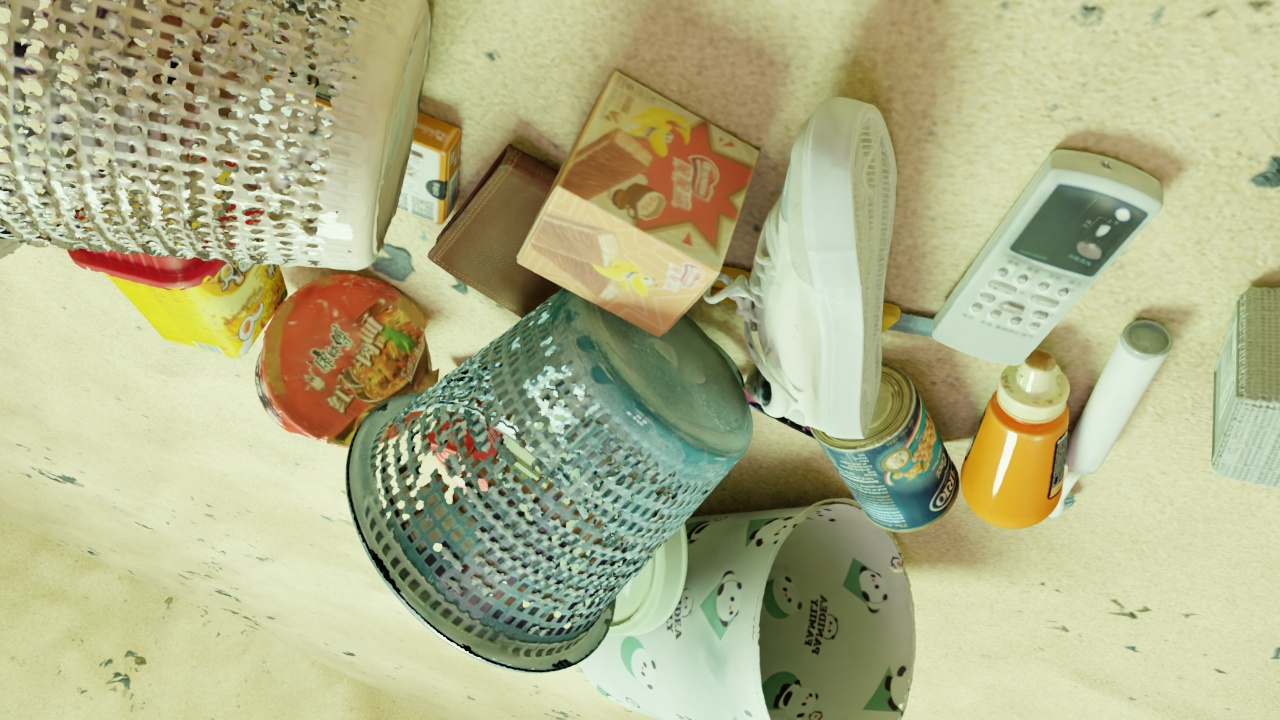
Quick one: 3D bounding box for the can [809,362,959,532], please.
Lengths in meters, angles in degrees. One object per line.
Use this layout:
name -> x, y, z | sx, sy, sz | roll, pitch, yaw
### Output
can -> 0.172, 0.061, 0.646 | 0.075, 0.075, 0.111 | -5, 140, 34

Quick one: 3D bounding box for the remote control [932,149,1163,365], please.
remote control -> 0.215, -0.049, 0.500 | 0.058, 0.021, 0.150 | 18, 145, 2

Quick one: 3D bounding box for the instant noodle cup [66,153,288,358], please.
instant noodle cup -> -0.327, -0.074, 0.677 | 0.116, 0.116, 0.124 | 13, 144, 11

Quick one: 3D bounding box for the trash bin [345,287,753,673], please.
trash bin -> -0.042, 0.055, 0.603 | 0.226, 0.226, 0.195 | 36, 116, -23

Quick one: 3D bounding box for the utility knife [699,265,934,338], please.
utility knife -> 0.126, -0.033, 0.587 | 0.231, 0.015, 0.033 | 12, 149, 11

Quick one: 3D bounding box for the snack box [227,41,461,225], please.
snack box -> -0.192, -0.143, 0.588 | 0.154, 0.026, 0.075 | 21, 147, -1

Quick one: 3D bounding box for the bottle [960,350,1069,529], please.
bottle -> 0.251, 0.050, 0.604 | 0.067, 0.066, 0.150 | 8, 139, 18

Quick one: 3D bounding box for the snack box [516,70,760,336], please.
snack box -> -0.001, -0.085, 0.506 | 0.094, 0.092, 0.077 | 27, 147, -10

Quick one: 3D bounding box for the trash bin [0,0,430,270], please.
trash bin -> -0.215, -0.139, 0.459 | 0.192, 0.227, 0.228 | 13, 150, -12

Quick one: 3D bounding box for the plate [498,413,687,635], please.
plate -> -0.051, 0.131, 0.788 | 0.230, 0.027, 0.230 | 19, 118, 42

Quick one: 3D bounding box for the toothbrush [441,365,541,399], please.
toothbrush -> -0.082, 0.008, 0.755 | 0.213, 0.026, 0.027 | -11, 144, 34

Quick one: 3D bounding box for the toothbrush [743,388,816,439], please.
toothbrush -> 0.119, 0.048, 0.689 | 0.189, 0.014, 0.018 | 25, 158, -26

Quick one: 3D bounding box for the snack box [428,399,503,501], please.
snack box -> -0.144, 0.119, 0.918 | 0.058, 0.057, 0.208 | 15, 149, 23

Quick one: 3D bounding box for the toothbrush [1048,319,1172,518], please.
toothbrush -> 0.299, 0.051, 0.605 | 0.026, 0.026, 0.221 | -21, 144, -7

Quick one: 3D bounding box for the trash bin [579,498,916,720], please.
trash bin -> 0.084, 0.242, 0.847 | 0.253, 0.229, 0.229 | -8, 139, 47

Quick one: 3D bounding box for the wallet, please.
wallet -> -0.071, -0.078, 0.605 | 0.101, 0.032, 0.125 | 32, 138, -19

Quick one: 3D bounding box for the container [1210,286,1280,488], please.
container -> 0.362, 0.019, 0.466 | 0.114, 0.090, 0.090 | 7, 145, 25

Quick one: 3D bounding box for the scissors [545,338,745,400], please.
scissors -> -0.009, 0.005, 0.690 | 0.170, 0.019, 0.175 | 34, 134, -9

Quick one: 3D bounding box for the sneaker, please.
sneaker -> 0.089, -0.045, 0.517 | 0.091, 0.089, 0.242 | 11, 145, 20

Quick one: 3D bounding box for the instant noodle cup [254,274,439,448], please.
instant noodle cup -> -0.252, 0.008, 0.755 | 0.138, 0.137, 0.109 | 36, 153, -24
